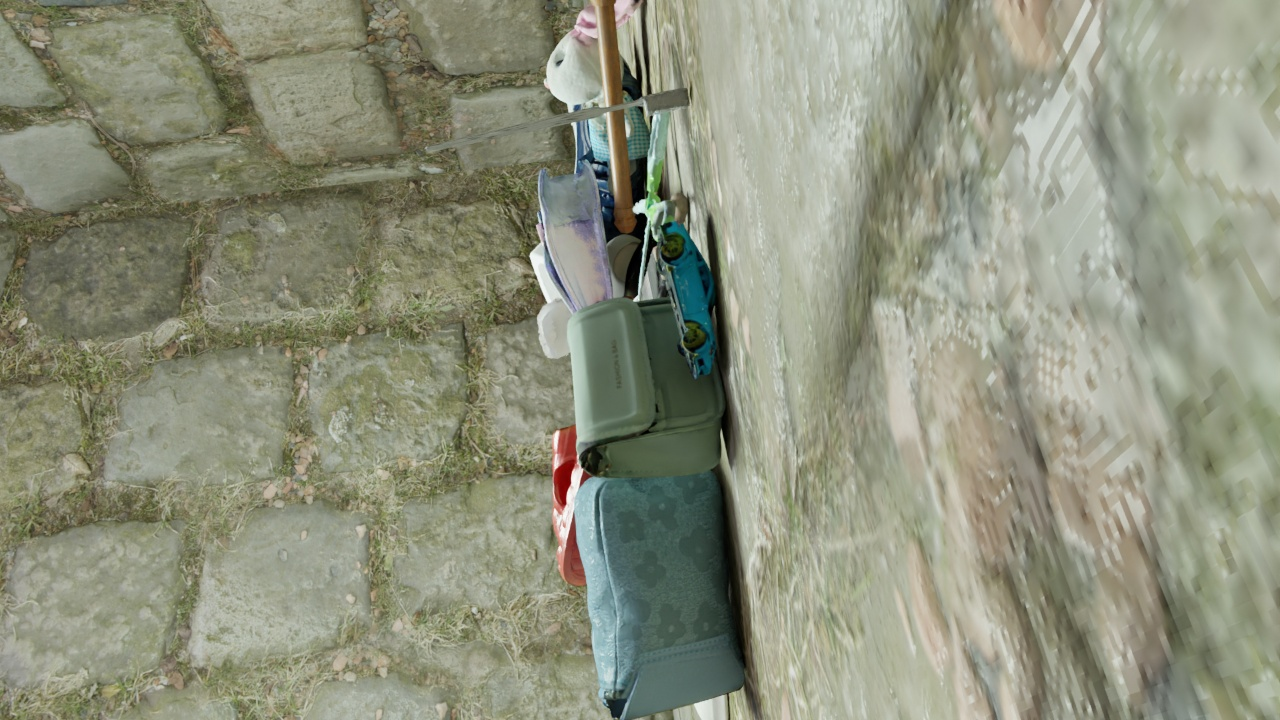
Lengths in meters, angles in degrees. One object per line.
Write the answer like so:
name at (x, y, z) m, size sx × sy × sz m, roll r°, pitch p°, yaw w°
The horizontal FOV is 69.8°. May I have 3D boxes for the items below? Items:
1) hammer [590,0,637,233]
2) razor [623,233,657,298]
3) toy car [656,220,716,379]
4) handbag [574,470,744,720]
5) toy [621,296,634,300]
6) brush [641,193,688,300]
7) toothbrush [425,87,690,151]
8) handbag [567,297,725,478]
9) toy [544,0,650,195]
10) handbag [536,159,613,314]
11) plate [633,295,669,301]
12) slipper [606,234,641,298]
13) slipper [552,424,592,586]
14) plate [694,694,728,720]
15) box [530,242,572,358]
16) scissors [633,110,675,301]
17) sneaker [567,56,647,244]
hammer at (-0.026, -0.258, 0.789) m, size 0.162 × 0.083 × 0.318 m, roll -101°, pitch 5°, yaw -60°
razor at (-0.006, -0.074, 0.975) m, size 0.052 × 0.064 × 0.141 m, roll -45°, pitch -24°, yaw -47°
toy car at (0.034, -0.041, 0.609) m, size 0.048 × 0.032 × 0.105 m, roll 121°, pitch 136°, yaw -85°
handbag at (0.007, 0.177, 0.721) m, size 0.119 × 0.121 × 0.192 m, roll 160°, pitch 101°, yaw -68°
toy at (-0.005, 0.005, 0.919) m, size 0.095 × 0.065 × 0.128 m, roll 22°, pitch 94°, yaw 47°
brush at (0.018, -0.077, 0.755) m, size 0.152 × 0.012 × 0.038 m, roll 107°, pitch 153°, yaw -52°
toothbrush at (-0.056, -0.158, 0.617) m, size 0.010 × 0.181 × 0.010 m, roll 75°, pitch -177°, yaw -63°
handbag at (0.003, 0.018, 0.655) m, size 0.067 × 0.106 × 0.121 m, roll 91°, pitch 172°, yaw -53°
toy at (-0.043, -0.270, 0.929) m, size 0.131 × 0.105 × 0.206 m, roll -95°, pitch 1°, yaw -64°
handbag at (-0.066, -0.118, 0.933) m, size 0.158 × 0.069 × 0.127 m, roll -105°, pitch 4°, yaw -56°
plate at (0.017, 0.031, 0.823) m, size 0.189 × 0.016 × 0.188 m, roll 178°, pitch 90°, yaw -66°
slipper at (-0.005, -0.018, 1.096) m, size 0.112 × 0.081 × 0.266 m, roll -33°, pitch -42°, yaw -47°
slipper at (-0.026, 0.069, 0.776) m, size 0.059 × 0.103 × 0.249 m, roll 25°, pitch 107°, yaw 48°
plate at (0.059, 0.291, 0.949) m, size 0.182 × 0.034 × 0.182 m, roll 169°, pitch 94°, yaw -88°
box at (-0.094, -0.069, 1.095) m, size 0.107 × 0.133 × 0.109 m, roll 28°, pitch 155°, yaw 30°
scissors at (0.010, -0.126, 0.746) m, size 0.171 × 0.021 × 0.172 m, roll -138°, pitch 50°, yaw -74°
sneaker at (-0.032, -0.203, 1.075) m, size 0.127 × 0.120 × 0.295 m, roll -126°, pitch 28°, yaw -49°
